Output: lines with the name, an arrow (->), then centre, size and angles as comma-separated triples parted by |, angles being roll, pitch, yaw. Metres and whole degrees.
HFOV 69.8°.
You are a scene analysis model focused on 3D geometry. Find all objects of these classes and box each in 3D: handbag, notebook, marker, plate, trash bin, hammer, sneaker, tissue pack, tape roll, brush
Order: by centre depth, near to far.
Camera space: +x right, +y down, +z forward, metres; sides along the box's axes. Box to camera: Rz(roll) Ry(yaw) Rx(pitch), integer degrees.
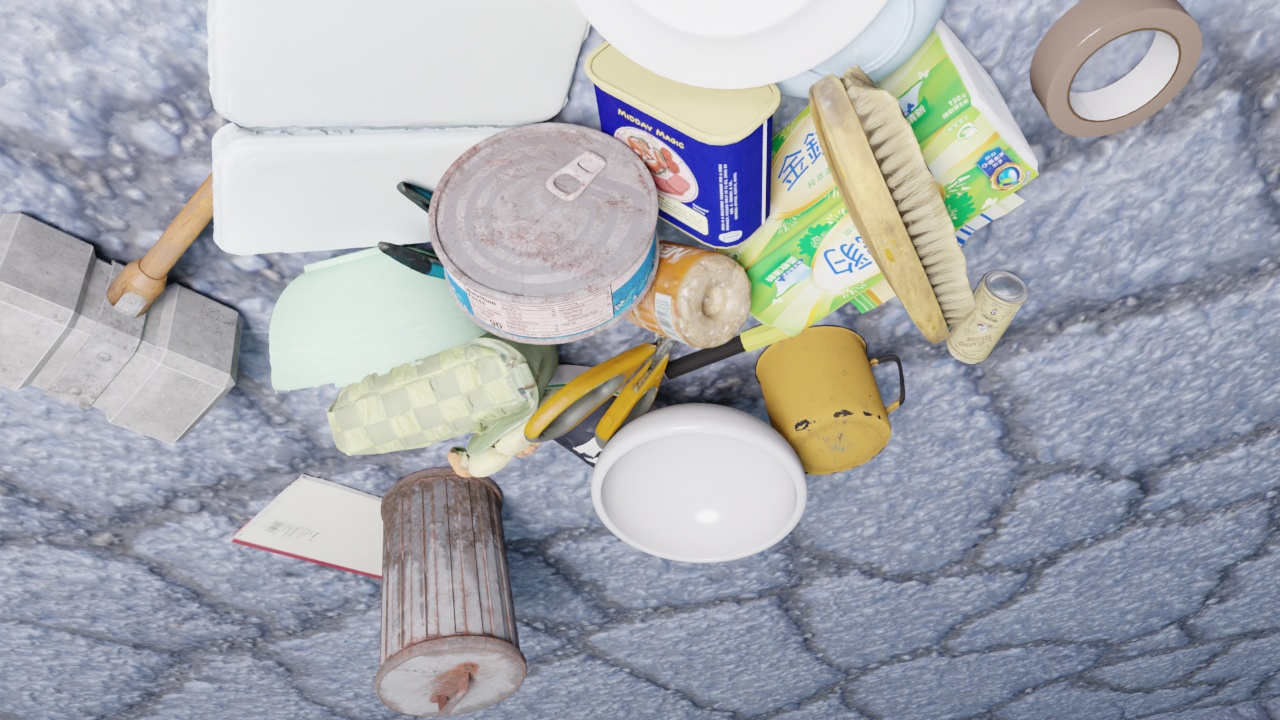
plate -> 0.039, -0.222, 0.434 | 0.189, 0.016, 0.189 | 8, 123, 12
brush -> 0.142, -0.080, 0.505 | 0.043, 0.059, 0.195 | -29, 129, 11
hammer -> -0.287, -0.086, 0.583 | 0.318, 0.082, 0.162 | -39, 133, 23
tape roll -> 0.301, -0.189, 0.583 | 0.093, 0.030, 0.094 | -5, 142, -4
tissue pack -> 0.161, -0.100, 0.608 | 0.141, 0.120, 0.198 | 30, 135, -34
handbag -> -0.143, 0.037, 0.713 | 0.186, 0.113, 0.117 | -16, 103, 9
marker -> 0.077, -0.011, 0.779 | 0.124, 0.017, 0.021 | -21, -175, 18
sneaker -> -0.021, 0.079, 0.828 | 0.084, 0.079, 0.235 | -31, 136, 28
trash bin -> -0.181, 0.221, 0.860 | 0.130, 0.210, 0.131 | -8, 136, -8
notebook -> -0.298, 0.185, 0.969 | 0.208, 0.012, 0.153 | 28, 131, -37

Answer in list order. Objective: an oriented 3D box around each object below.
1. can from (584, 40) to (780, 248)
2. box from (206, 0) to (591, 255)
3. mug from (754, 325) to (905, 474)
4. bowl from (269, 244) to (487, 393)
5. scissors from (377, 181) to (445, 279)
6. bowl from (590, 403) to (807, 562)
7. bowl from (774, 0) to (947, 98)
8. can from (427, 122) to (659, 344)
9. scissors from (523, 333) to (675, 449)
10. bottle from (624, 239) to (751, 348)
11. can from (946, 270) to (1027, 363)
can -> 0.026, -0.131, 0.547 | 0.056, 0.116, 0.092 | -44, 151, -21
box -> -0.138, -0.136, 0.531 | 0.208, 0.037, 0.190 | -8, 148, -31
mug -> 0.169, 0.034, 0.793 | 0.124, 0.094, 0.100 | -16, 142, 10
bowl -> -0.184, -0.036, 0.626 | 0.151, 0.150, 0.077 | -13, 101, 6
scissors -> -0.111, -0.072, 0.593 | 0.019, 0.126, 0.144 | 13, 131, 33
bowl -> 0.049, 0.093, 0.769 | 0.176, 0.066, 0.177 | 3, 133, 3
bowl -> 0.105, -0.201, 0.498 | 0.150, 0.074, 0.151 | -5, 143, -4
can -> -0.054, -0.076, 0.535 | 0.130, 0.129, 0.044 | -7, 150, -2
scissors -> -0.002, 0.003, 0.693 | 0.216, 0.016, 0.226 | -18, 149, -50
bottle -> 0.003, -0.053, 0.613 | 0.059, 0.167, 0.059 | -10, 109, -31
can -> 0.290, -0.035, 0.772 | 0.038, 0.038, 0.080 | 0, 142, -10
